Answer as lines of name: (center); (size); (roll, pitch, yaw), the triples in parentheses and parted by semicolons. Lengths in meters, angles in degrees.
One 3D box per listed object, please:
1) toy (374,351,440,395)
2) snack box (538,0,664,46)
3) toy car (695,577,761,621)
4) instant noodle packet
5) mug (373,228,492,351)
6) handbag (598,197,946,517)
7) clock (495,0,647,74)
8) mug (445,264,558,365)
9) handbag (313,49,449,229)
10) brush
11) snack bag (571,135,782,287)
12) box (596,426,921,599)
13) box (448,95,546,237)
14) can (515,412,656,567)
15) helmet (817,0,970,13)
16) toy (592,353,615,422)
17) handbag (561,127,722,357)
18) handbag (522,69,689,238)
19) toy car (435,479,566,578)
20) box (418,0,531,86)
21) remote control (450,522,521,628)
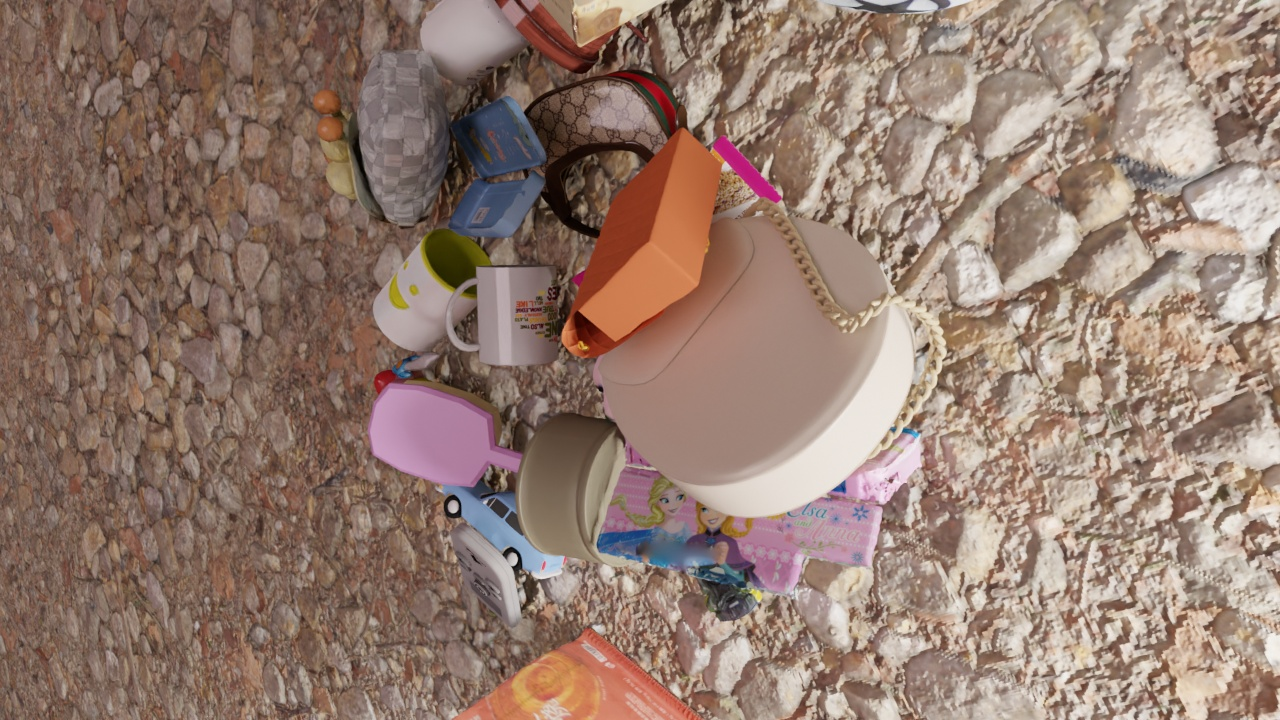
toy: (-0.225, 0.051, 0.972); (0.132, 0.096, 0.124); (6, 94, 54)
snack box: (-0.006, -0.339, 0.671); (0.153, 0.207, 0.055); (52, 166, 18)
toy car: (0.066, 0.170, 0.789); (0.048, 0.033, 0.105); (-41, 68, 35)
instant noodle packet: (-0.069, 0.342, 0.799); (0.164, 0.220, 0.084); (32, 113, 29)
mug: (-0.209, -0.069, 0.927); (0.106, 0.082, 0.082); (-40, 73, 35)
handbag: (0.079, -0.003, 0.655); (0.210, 0.103, 0.209); (-51, 46, -4)
clock: (-0.070, -0.320, 0.763); (0.072, 0.120, 0.157); (-38, 83, 26)
mug: (-0.130, -0.043, 0.861); (0.073, 0.105, 0.089); (-152, 61, -73)
handbag: (-0.245, -0.215, 0.871); (0.172, 0.123, 0.112); (130, 139, -65)
brush: (-0.152, 0.085, 0.902); (0.229, 0.043, 0.089); (17, 101, 5)
snack bag: (0.025, -0.100, 0.773); (0.070, 0.016, 0.197); (45, 124, -10)
box: (0.079, 0.091, 0.699); (0.231, 0.158, 0.066); (4, 134, 36)
box: (-0.131, -0.167, 0.823); (0.210, 0.049, 0.120); (-162, 74, -65)
can: (-0.039, 0.112, 0.800); (0.073, 0.127, 0.128); (4, 99, 34)
helmet: (0.150, -0.324, 0.560); (0.264, 0.163, 0.236); (15, 93, 20)
toy: (-0.005, 0.005, 0.793); (0.093, 0.050, 0.102); (-52, 22, 12)
handbag: (0.004, -0.082, 0.676); (0.060, 0.171, 0.109); (40, 125, -19)
handbag: (-0.026, -0.175, 0.797); (0.167, 0.063, 0.138); (-6, 110, 33)
toy car: (-0.138, 0.159, 0.922); (0.153, 0.056, 0.055); (36, 98, 21)
box: (-0.168, -0.335, 0.857); (0.137, 0.083, 0.143); (-23, 92, 38)
remote control: (-0.155, 0.217, 0.917); (0.074, 0.019, 0.151); (36, 150, 21)
